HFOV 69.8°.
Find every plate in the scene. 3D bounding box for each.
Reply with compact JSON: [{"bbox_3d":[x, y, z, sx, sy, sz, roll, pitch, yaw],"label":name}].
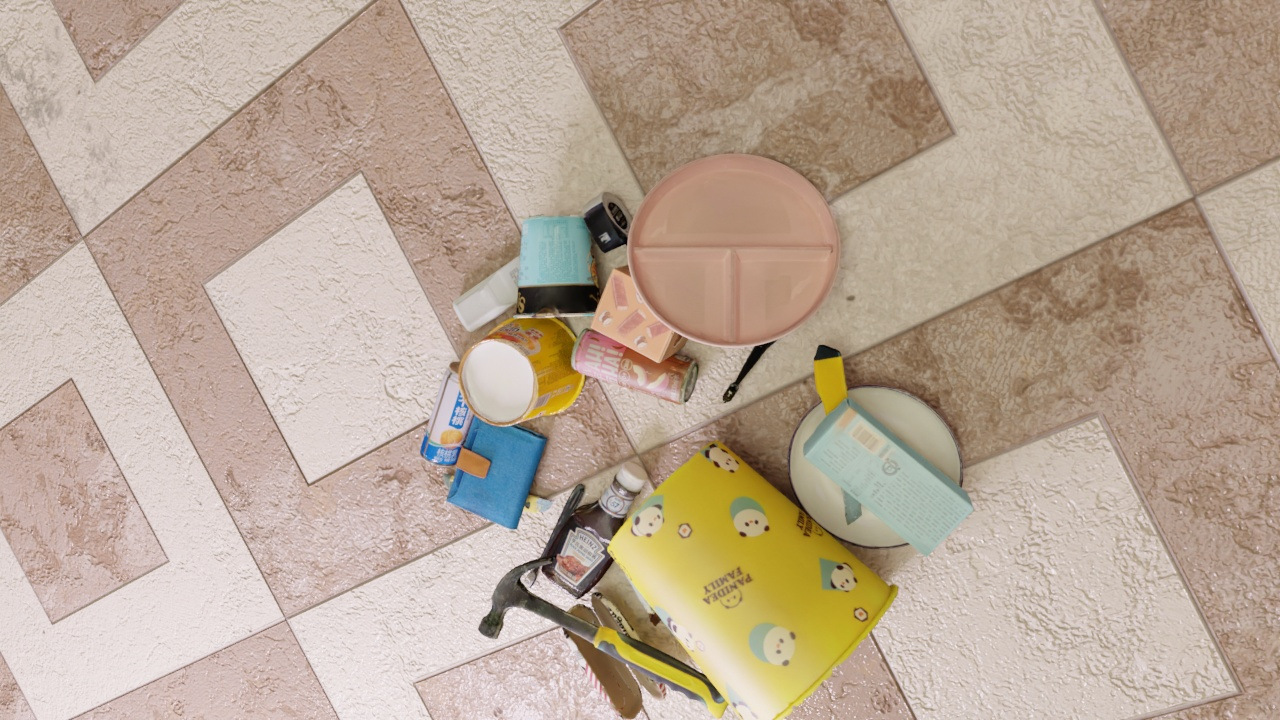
[{"bbox_3d":[0.265,0.118,1.041,0.193,0.039,0.192,4,103,19],"label":"plate"},{"bbox_3d":[0.101,-0.120,1.003,0.229,0.028,0.229,-1,73,5],"label":"plate"}]

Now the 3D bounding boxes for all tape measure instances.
[{"bbox_3d":[-0.037,-0.163,1.079,0.034,0.065,0.066,-29,91,25],"label":"tape measure"}]

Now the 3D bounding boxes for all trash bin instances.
[{"bbox_3d":[0.114,0.243,1.031,0.255,0.229,0.230,44,112,14],"label":"trash bin"}]

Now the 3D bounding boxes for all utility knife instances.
[{"bbox_3d":[0.220,0.083,1.019,0.033,0.015,0.209,-8,98,15],"label":"utility knife"},{"bbox_3d":[-0.194,0.181,1.241,0.167,0.018,0.031,8,109,14],"label":"utility knife"}]

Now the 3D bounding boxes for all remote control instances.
[{"bbox_3d":[-0.185,-0.084,1.173,0.125,0.024,0.049,-31,90,22],"label":"remote control"}]

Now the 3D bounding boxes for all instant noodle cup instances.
[{"bbox_3d":[-0.152,0.016,1.136,0.138,0.109,0.138,5,103,20],"label":"instant noodle cup"},{"bbox_3d":[-0.099,-0.112,1.097,0.111,0.111,0.120,0,94,20],"label":"instant noodle cup"}]

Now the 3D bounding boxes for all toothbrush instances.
[{"bbox_3d":[0.152,-0.036,1.057,0.026,0.027,0.213,33,110,4],"label":"toothbrush"},{"bbox_3d":[-0.117,0.237,1.221,0.015,0.018,0.181,34,109,15],"label":"toothbrush"}]

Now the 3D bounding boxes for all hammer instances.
[{"bbox_3d":[-0.035,0.351,1.148,0.323,0.032,0.126,25,92,5],"label":"hammer"}]

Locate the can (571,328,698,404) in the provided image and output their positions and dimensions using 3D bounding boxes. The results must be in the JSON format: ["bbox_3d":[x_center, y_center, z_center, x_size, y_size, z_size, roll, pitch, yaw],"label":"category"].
[{"bbox_3d":[-0.007,0.006,1.108,0.147,0.057,0.058,17,107,16],"label":"can"}]

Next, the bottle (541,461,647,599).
[{"bbox_3d":[-0.054,0.215,1.178,0.080,0.044,0.195,36,110,11],"label":"bottle"}]

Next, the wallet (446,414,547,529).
[{"bbox_3d":[-0.190,0.144,1.209,0.106,0.040,0.133,21,97,14],"label":"wallet"}]

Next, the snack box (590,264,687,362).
[{"bbox_3d":[0.010,-0.058,1.069,0.094,0.092,0.077,27,109,13],"label":"snack box"}]

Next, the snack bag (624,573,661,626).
[{"bbox_3d":[0.004,0.284,1.171,0.026,0.045,0.105,-27,91,35],"label":"snack bag"}]

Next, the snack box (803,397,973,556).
[{"bbox_3d":[0.264,0.123,0.982,0.175,0.051,0.074,40,107,2],"label":"snack box"}]

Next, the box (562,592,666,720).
[{"bbox_3d":[-0.026,0.377,1.187,0.088,0.076,0.162,-37,84,27],"label":"box"}]

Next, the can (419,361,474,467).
[{"bbox_3d":[-0.248,0.071,1.213,0.053,0.053,0.135,26,109,13],"label":"can"}]
